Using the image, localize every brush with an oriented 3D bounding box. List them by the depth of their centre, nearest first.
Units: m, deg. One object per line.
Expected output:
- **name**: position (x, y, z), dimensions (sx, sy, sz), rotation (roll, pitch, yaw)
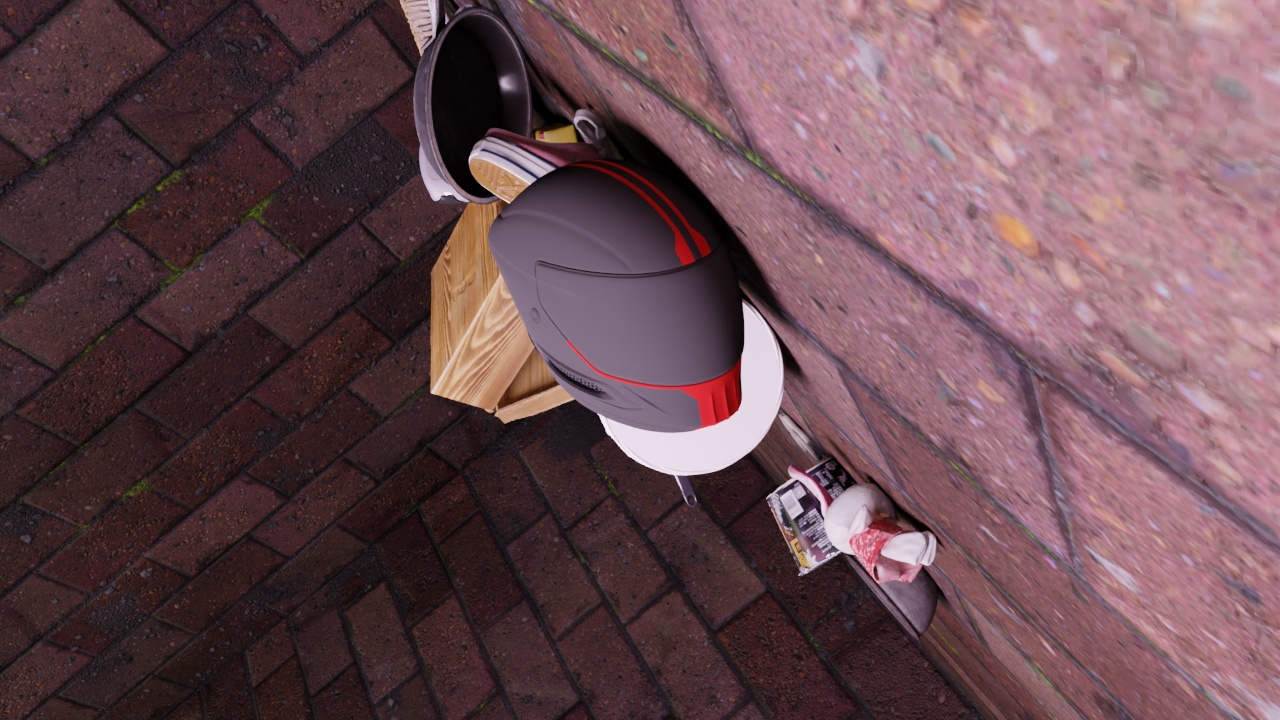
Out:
- **brush**: position (-0.254, -0.388, 1.203), dimensions (0.083, 0.056, 0.271), rotation (98, 149, -76)

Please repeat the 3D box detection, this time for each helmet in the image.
- **helmet**: position (-0.017, -0.073, 0.749), dimensions (0.265, 0.163, 0.170), rotation (35, 136, 33)

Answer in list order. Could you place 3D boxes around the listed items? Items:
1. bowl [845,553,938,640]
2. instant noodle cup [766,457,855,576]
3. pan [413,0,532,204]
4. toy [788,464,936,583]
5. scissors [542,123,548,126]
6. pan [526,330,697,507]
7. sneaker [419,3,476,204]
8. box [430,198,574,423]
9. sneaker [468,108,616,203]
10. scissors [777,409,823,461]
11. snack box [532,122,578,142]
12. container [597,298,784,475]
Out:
- **bowl**: position (0.353, 0.302, 1.252), dimensions (0.145, 0.067, 0.145), rotation (50, 180, 0)
- **instant noodle cup**: position (0.237, 0.198, 1.197), dimensions (0.112, 0.137, 0.137), rotation (59, -178, 14)
- **pan**: position (-0.179, -0.302, 0.847), dimensions (0.055, 0.186, 0.357), rotation (8, 145, 23)
- **toy**: position (0.250, 0.180, 1.003), dimensions (0.159, 0.084, 0.194), rotation (30, -178, -17)
- **scissors**: position (-0.113, -0.241, 1.256), dimensions (0.194, 0.015, 0.179), rotation (-26, -80, -77)
- **pan**: position (-0.006, 0.006, 1.062), dimensions (0.021, 0.198, 0.356), rotation (175, 73, -82)
- **sneaker**: position (-0.199, -0.294, 1.005), dimensions (0.124, 0.089, 0.239), rotation (81, -167, -55)
- **box**: position (-0.149, -0.071, 1.317), dimensions (0.263, 0.270, 0.278), rotation (20, -145, -29)
- **sneaker**: position (-0.044, -0.166, 0.890), dimensions (0.241, 0.087, 0.118), rotation (28, 158, 1)
- **scissors**: position (0.210, 0.086, 1.311), dimensions (0.168, 0.012, 0.157), rotation (51, 178, 42)
- **snack box**: position (-0.086, -0.201, 1.136), dimensions (0.121, 0.045, 0.181), rotation (-129, 22, -69)
- **container**: position (0.036, 0.009, 0.954), dimensions (0.189, 0.189, 0.187), rotation (50, 179, -9)
